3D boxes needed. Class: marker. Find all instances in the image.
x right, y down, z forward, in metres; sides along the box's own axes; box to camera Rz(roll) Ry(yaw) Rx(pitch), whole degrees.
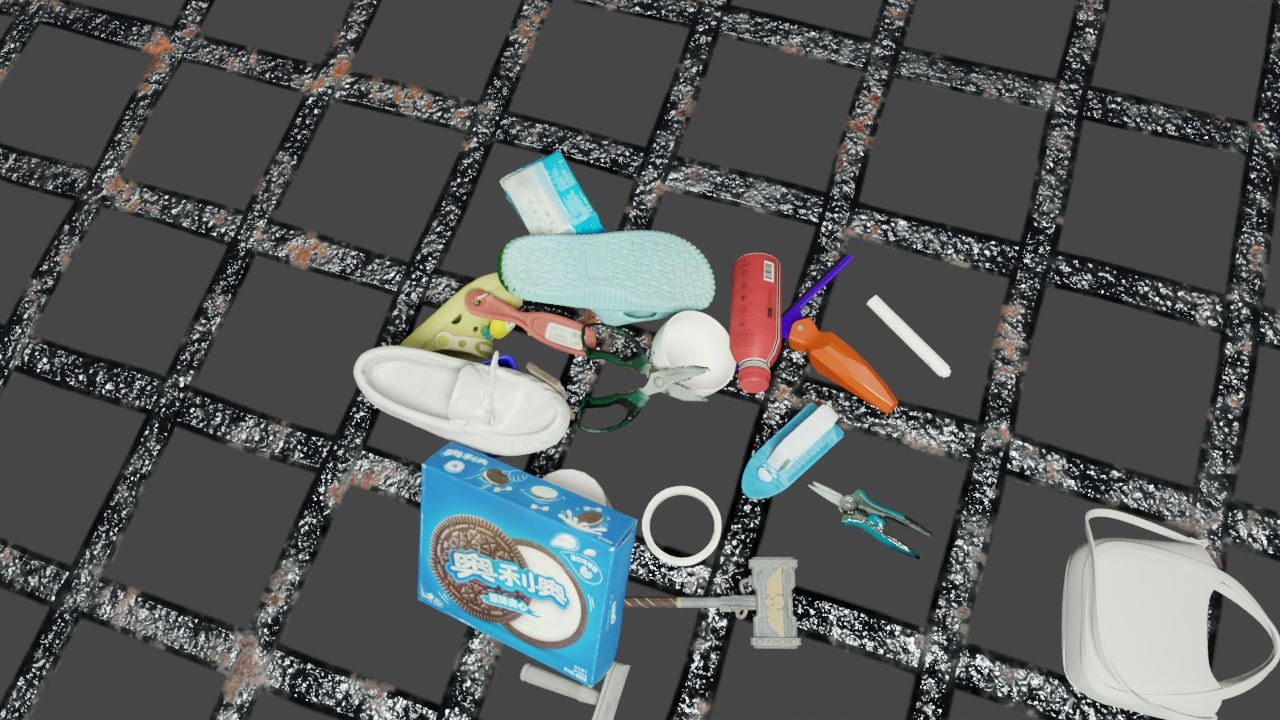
[{"bbox_3d":[0.330,-0.030,1.128,0.017,0.020,0.133,-42,74,1],"label":"marker"}]

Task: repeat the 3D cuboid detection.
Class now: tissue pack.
[{"bbox_3d":[-0.114,-0.197,1.195,0.093,0.062,0.144,-29,71,-4],"label":"tissue pack"}]

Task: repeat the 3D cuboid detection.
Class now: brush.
[{"bbox_3d":[-0.096,0.043,1.073,0.045,0.143,0.008,31,75,22],"label":"brush"},{"bbox_3d":[-0.136,-0.046,1.125,0.172,0.030,0.041,20,80,-21],"label":"brush"},{"bbox_3d":[0.171,0.110,1.066,0.135,0.075,0.055,-41,73,-9],"label":"brush"}]

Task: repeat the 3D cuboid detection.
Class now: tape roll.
[{"bbox_3d":[0.049,0.195,1.081,0.093,0.013,0.093,-1,73,4],"label":"tape roll"}]

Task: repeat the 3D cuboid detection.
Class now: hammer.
[{"bbox_3d":[0.017,0.276,1.046,0.322,0.044,0.098,-2,72,7],"label":"hammer"}]

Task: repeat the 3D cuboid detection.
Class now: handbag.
[{"bbox_3d":[0.573,0.274,0.976,0.222,0.096,0.215,8,75,1],"label":"handbag"}]

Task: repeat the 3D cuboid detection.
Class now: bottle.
[{"bbox_3d":[0.139,-0.044,1.107,0.062,0.062,0.176,3,59,5],"label":"bottle"}]

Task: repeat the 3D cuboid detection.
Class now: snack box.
[{"bbox_3d":[-0.128,0.217,0.986,0.239,0.196,0.056,20,30,20],"label":"snack box"}]

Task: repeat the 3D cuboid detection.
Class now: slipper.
[{"bbox_3d":[-0.042,-0.105,1.150,0.276,0.070,0.116,1,73,-12],"label":"slipper"},{"bbox_3d":[-0.196,0.037,1.006,0.247,0.074,0.112,15,89,7],"label":"slipper"},{"bbox_3d":[-0.216,-0.033,1.138,0.190,0.092,0.081,-38,76,-5],"label":"slipper"}]

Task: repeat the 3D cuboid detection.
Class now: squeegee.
[{"bbox_3d":[0.232,-0.002,1.107,0.249,0.055,0.185,-43,66,-9],"label":"squeegee"}]

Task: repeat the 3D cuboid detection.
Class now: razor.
[{"bbox_3d":[-0.080,0.366,1.024,0.116,0.047,0.088,14,74,17],"label":"razor"}]

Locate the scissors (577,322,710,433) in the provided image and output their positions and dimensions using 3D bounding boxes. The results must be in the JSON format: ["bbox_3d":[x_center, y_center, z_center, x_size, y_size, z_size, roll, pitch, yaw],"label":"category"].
[{"bbox_3d":[-0.004,0.004,1.081,0.210,0.015,0.154,-17,77,34],"label":"scissors"}]

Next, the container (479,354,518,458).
[{"bbox_3d":[-0.169,0.059,1.089,0.084,0.114,0.085,-20,72,-2],"label":"container"}]

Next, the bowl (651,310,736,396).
[{"bbox_3d":[0.059,-0.003,1.111,0.104,0.054,0.104,13,62,-26],"label":"bowl"}]

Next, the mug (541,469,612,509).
[{"bbox_3d":[-0.074,0.192,1.051,0.091,0.090,0.121,-20,72,-2],"label":"mug"}]

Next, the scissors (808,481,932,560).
[{"bbox_3d":[0.265,0.186,1.064,0.129,0.019,0.138,-16,70,0],"label":"scissors"}]
